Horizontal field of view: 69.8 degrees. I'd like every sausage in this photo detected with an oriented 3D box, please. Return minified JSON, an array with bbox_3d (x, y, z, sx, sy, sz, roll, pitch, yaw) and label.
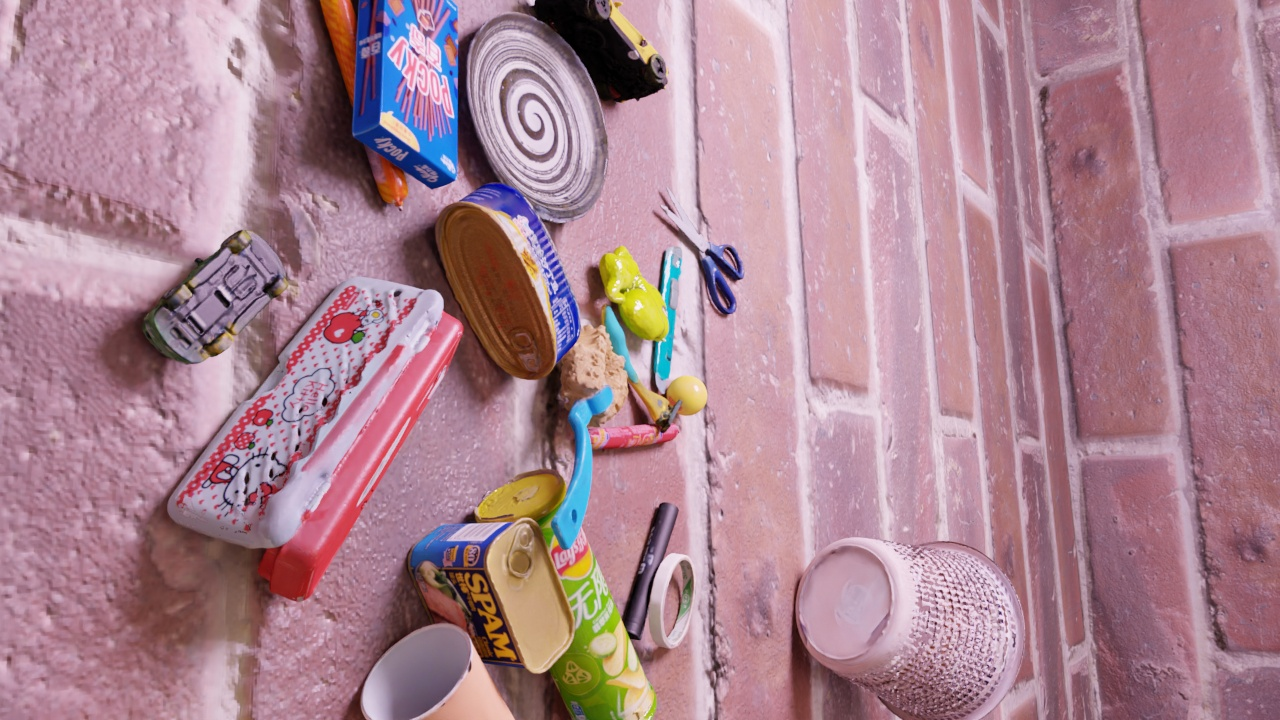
[{"bbox_3d":[-0.192,-0.185,0.640,0.021,0.021,0.165,-27,106,-53],"label":"sausage"},{"bbox_3d":[-0.009,0.070,0.844,0.155,0.020,0.020,1,82,-54],"label":"sausage"}]

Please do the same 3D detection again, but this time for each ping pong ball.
[{"bbox_3d":[0.046,0.035,0.907,0.040,0.040,0.040,15,71,-52],"label":"ping pong ball"}]

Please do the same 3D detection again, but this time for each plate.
[{"bbox_3d":[-0.090,-0.205,0.786,0.179,0.024,0.179,19,67,-51],"label":"plate"}]

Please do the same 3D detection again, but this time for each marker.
[{"bbox_3d":[0.010,0.192,0.843,0.022,0.020,0.131,41,51,-30],"label":"marker"}]

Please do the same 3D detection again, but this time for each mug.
[{"bbox_3d":[-0.120,0.246,0.611,0.078,0.078,0.123,-56,131,-43],"label":"mug"}]

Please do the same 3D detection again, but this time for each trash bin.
[{"bbox_3d":[0.297,0.302,1.075,0.192,0.228,0.227,26,62,-35],"label":"trash bin"}]

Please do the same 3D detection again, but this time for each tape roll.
[{"bbox_3d":[0.030,0.223,0.852,0.085,0.014,0.086,5,90,-66],"label":"tape roll"}]

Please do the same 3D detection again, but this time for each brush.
[{"bbox_3d":[-0.043,0.053,0.711,0.254,0.046,0.083,-85,158,-60],"label":"brush"}]

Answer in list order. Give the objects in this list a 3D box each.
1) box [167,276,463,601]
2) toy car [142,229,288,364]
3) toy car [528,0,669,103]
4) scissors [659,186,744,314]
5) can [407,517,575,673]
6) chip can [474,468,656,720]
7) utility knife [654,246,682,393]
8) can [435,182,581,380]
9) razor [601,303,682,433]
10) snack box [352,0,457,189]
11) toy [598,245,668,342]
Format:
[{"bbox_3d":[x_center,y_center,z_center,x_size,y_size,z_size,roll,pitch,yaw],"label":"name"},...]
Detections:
[{"bbox_3d":[-0.195,0.033,0.563,0.098,0.096,0.200,29,52,-6],"label":"box"},{"bbox_3d":[-0.243,-0.037,0.527,0.043,0.036,0.091,57,43,-28],"label":"toy car"},{"bbox_3d":[-0.033,-0.293,0.839,0.155,0.071,0.041,35,57,-44],"label":"toy car"},{"bbox_3d":[0.072,-0.127,0.999,0.140,0.012,0.171,-41,118,-50],"label":"scissors"},{"bbox_3d":[-0.104,0.162,0.638,0.057,0.083,0.102,-36,112,-51],"label":"can"},{"bbox_3d":[-0.054,0.196,0.711,0.072,0.073,0.221,-42,116,-49],"label":"chip can"},{"bbox_3d":[0.029,-0.045,0.923,0.029,0.013,0.164,27,62,-45],"label":"utility knife"},{"bbox_3d":[-0.099,-0.060,0.700,0.049,0.075,0.148,-50,123,-50],"label":"can"},{"bbox_3d":[-0.005,0.005,0.852,0.132,0.028,0.043,59,35,-19],"label":"razor"},{"bbox_3d":[-0.164,-0.211,0.653,0.084,0.026,0.157,32,50,-60],"label":"snack box"},{"bbox_3d":[-0.005,-0.059,0.862,0.100,0.031,0.096,66,27,-7],"label":"toy"}]
